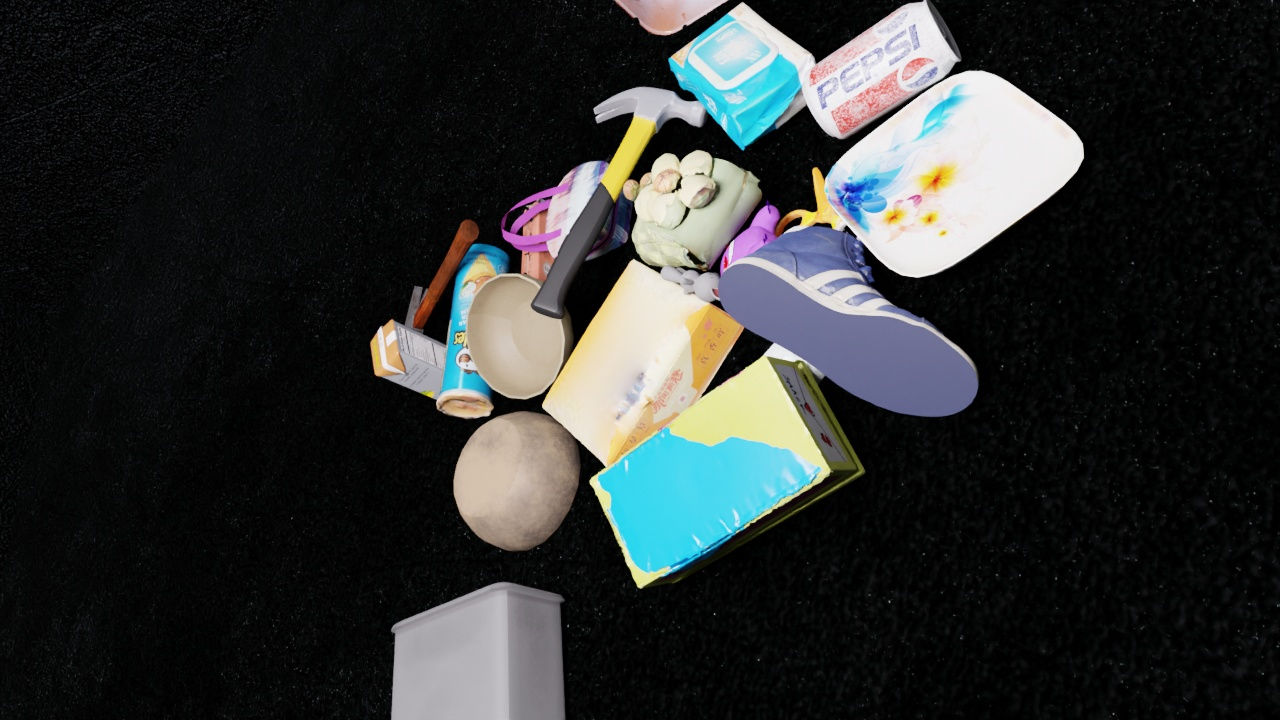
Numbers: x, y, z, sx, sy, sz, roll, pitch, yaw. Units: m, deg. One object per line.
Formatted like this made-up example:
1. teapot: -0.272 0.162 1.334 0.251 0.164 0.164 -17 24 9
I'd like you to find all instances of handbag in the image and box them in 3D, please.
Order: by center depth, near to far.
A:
1. handbag: 0.037 -0.160 0.977 0.113 0.117 0.186 -57 24 -7
2. handbag: -0.100 -0.181 1.150 0.170 0.068 0.144 -7 64 30

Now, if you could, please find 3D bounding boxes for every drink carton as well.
1. drink carton: -0.292 0.004 1.221 0.049 0.124 0.076 -42 45 20

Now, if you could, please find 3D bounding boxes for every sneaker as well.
1. sneaker: 0.196 -0.044 0.811 0.233 0.118 0.092 25 129 21

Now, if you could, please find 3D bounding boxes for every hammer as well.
1. hammer: -0.041 -0.189 1.059 0.127 0.029 0.323 21 70 16
2. hammer: -0.278 -0.098 1.253 0.302 0.028 0.111 -44 39 52

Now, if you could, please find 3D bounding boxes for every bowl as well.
1. bowl: -0.150 0.132 1.052 0.163 0.070 0.162 -23 54 35
2. bowl: -0.139 -0.032 1.117 0.152 0.050 0.152 7 103 31

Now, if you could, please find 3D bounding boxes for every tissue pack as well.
1. tissue pack: 0.113 -0.324 1.030 0.117 0.066 0.209 -35 43 5

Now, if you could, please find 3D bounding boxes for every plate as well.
1. plate: 0.272 -0.165 0.815 0.187 0.016 0.186 -37 46 10

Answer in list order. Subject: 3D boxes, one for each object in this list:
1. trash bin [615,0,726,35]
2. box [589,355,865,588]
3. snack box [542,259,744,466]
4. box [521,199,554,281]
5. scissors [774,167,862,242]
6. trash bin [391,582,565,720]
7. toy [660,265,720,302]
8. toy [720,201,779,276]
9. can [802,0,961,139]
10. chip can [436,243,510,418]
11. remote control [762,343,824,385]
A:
1. trash bin: 0.071 -0.559 1.127 0.260 0.181 0.157 -19 55 38
2. box: 0.071 0.103 0.823 0.221 0.082 0.124 -40 65 26
3. snack box: -0.006 0.006 0.969 0.145 0.080 0.195 36 95 47
4. box: -0.137 -0.128 1.203 0.058 0.060 0.186 121 153 -56
5. scissors: 0.186 -0.144 0.912 0.126 0.011 0.129 -37 49 27
6. trash bin: -0.166 0.361 0.928 0.192 0.097 0.219 -28 53 32
7. toy: 0.066 -0.072 0.892 0.112 0.049 0.030 25 104 43
8. toy: 0.114 -0.102 0.927 0.088 0.056 0.105 -37 29 39
9. can: 0.232 -0.281 0.891 0.136 0.078 0.078 -28 51 32
10. chip can: -0.217 -0.039 1.208 0.080 0.079 0.229 -20 56 37
11. remote control: 0.134 0.018 0.864 0.114 0.028 0.060 -52 44 10
